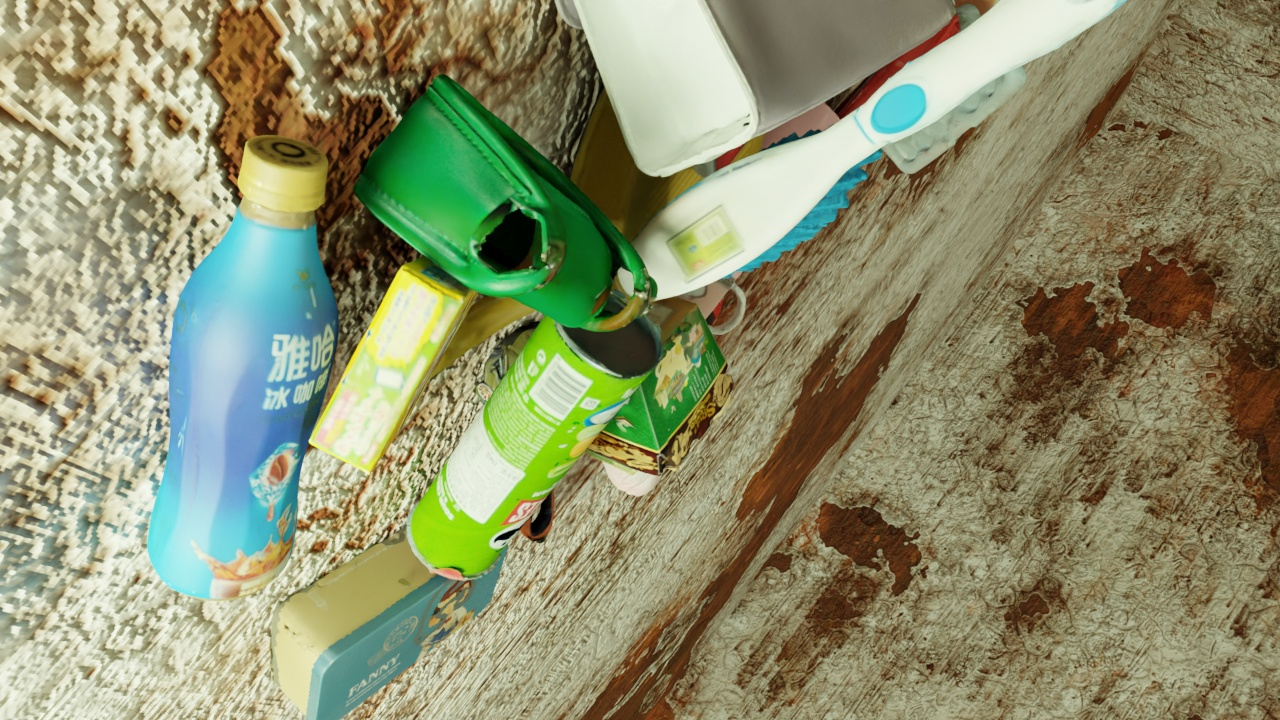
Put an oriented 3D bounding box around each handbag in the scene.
[{"bbox_3d":[0.057,-0.197,0.470,0.196,0.099,0.145,-36,109,-37],"label":"handbag"},{"bbox_3d":[-0.058,-0.066,0.437,0.068,0.120,0.131,-52,160,5],"label":"handbag"}]

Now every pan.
[{"bbox_3d":[-0.035,-0.078,0.578,0.356,0.078,0.198,-54,158,-20],"label":"pan"}]

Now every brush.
[{"bbox_3d":[0.096,-0.100,0.440,0.316,0.060,0.109,-28,-178,42],"label":"brush"}]

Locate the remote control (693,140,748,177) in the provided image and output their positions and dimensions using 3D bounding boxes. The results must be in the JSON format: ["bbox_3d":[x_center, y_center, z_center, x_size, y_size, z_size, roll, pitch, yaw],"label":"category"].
[{"bbox_3d":[0.074,-0.173,0.572,0.135,0.020,0.056,-53,157,-22],"label":"remote control"}]

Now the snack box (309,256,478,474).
[{"bbox_3d":[-0.111,-0.007,0.444,0.087,0.033,0.140,-60,-172,5],"label":"snack box"}]

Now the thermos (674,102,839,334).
[{"bbox_3d":[0.083,-0.114,0.724,0.199,0.087,0.067,-58,-164,6],"label":"thermos"}]

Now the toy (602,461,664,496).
[{"bbox_3d":[0.007,0.040,0.818,0.121,0.054,0.159,52,54,-64],"label":"toy"}]

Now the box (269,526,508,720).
[{"bbox_3d":[-0.179,0.176,0.644,0.183,0.062,0.090,-34,151,-47],"label":"box"}]

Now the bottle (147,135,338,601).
[{"bbox_3d":[-0.168,0.010,0.393,0.065,0.065,0.219,-26,146,-52],"label":"bottle"}]

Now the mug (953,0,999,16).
[{"bbox_3d":[0.256,-0.310,0.758,0.081,0.106,0.115,-32,150,-46],"label":"mug"}]

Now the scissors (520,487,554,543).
[{"bbox_3d":[-0.070,0.080,0.790,0.188,0.015,0.223,-43,154,-31],"label":"scissors"}]

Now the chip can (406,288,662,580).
[{"bbox_3d":[-0.074,0.053,0.577,0.072,0.072,0.237,-29,162,-49],"label":"chip can"}]

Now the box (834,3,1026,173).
[{"bbox_3d":[0.230,-0.209,0.779,0.095,0.101,0.202,-52,-178,-13],"label":"box"}]

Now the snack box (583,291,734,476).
[{"bbox_3d":[-0.004,0.004,0.694,0.118,0.118,0.106,-50,145,-29],"label":"snack box"}]

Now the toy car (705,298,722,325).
[{"bbox_3d":[0.055,-0.057,0.799,0.049,0.031,0.106,55,51,-63],"label":"toy car"}]

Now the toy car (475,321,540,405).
[{"bbox_3d":[-0.081,0.042,0.662,0.070,0.042,0.158,-40,145,-36],"label":"toy car"}]
